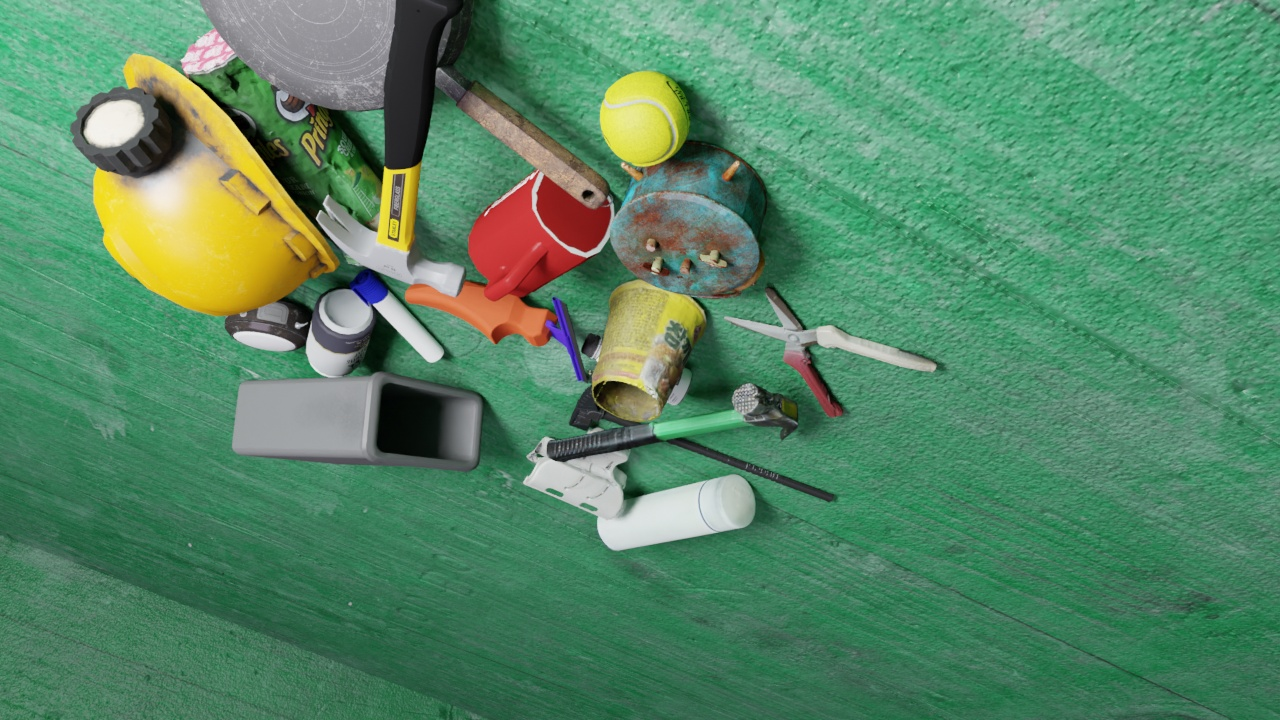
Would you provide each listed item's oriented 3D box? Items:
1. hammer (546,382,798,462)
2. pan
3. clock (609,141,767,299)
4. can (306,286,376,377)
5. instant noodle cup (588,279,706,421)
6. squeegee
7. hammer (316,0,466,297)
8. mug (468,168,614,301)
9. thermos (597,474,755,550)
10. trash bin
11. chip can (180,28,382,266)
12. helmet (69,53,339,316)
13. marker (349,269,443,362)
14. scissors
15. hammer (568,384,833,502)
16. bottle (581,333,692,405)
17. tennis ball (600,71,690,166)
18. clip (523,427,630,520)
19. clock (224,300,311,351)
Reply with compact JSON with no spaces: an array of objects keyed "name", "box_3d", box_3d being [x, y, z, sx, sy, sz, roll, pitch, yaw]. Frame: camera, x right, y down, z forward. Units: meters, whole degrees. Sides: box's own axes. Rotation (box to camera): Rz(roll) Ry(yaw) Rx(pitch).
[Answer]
[{"name":"hammer","box_3d":[0.024,0.078,0.997,0.320,0.032,0.130,-14,159,36]},{"name":"pan","box_3d":[-0.158,-0.216,0.649,0.357,0.040,0.208,37,126,-19]},{"name":"clock","box_3d":[0.043,-0.097,0.750,0.121,0.073,0.158,4,145,20]},{"name":"can","box_3d":[-0.338,-0.027,1.029,0.064,0.064,0.128,25,146,-12]},{"name":"instant noodle cup","box_3d":[0.002,-0.006,0.865,0.102,0.108,0.102,14,148,9]},{"name":"squeegee","box_3d":[-0.147,-0.047,0.923,0.185,0.055,0.250,14,163,6]},{"name":"hammer","box_3d":[-0.175,-0.152,0.680,0.127,0.029,0.325,18,150,-9]},{"name":"mug","box_3d":[-0.089,-0.099,0.766,0.080,0.116,0.097,41,140,-23]},{"name":"thermos","box_3d":[0.041,0.198,1.178,0.231,0.067,0.068,-20,131,43]},{"name":"trash bin","box_3d":[-0.332,0.076,1.090,0.220,0.097,0.191,-2,169,29]},{"name":"chip can","box_3d":[-0.283,-0.177,0.782,0.076,0.075,0.223,-1,141,26]},{"name":"helmet","box_3d":[-0.389,-0.119,0.794,0.205,0.131,0.256,33,161,17]},{"name":"marker","box_3d":[-0.264,-0.045,1.004,0.027,0.023,0.133,-35,132,0]},{"name":"scissors","box_3d":[0.184,-0.006,0.868,0.180,0.015,0.199,-3,140,30]},{"name":"hammer","box_3d":[0.079,0.104,1.075,0.325,0.015,0.095,21,145,-6]},{"name":"bottle","box_3d":[-0.006,0.006,0.946,0.116,0.041,0.041,25,146,-11]},{"name":"tennis ball","box_3d":[0.004,-0.174,0.662,0.065,0.065,0.065,12,146,8]},{"name":"clip","box_3d":[-0.072,0.146,1.148,0.126,0.110,0.151,26,156,-17]},{"name":"clock","box_3d":[-0.428,-0.037,1.054,0.091,0.043,0.123,14,161,-24]}]
